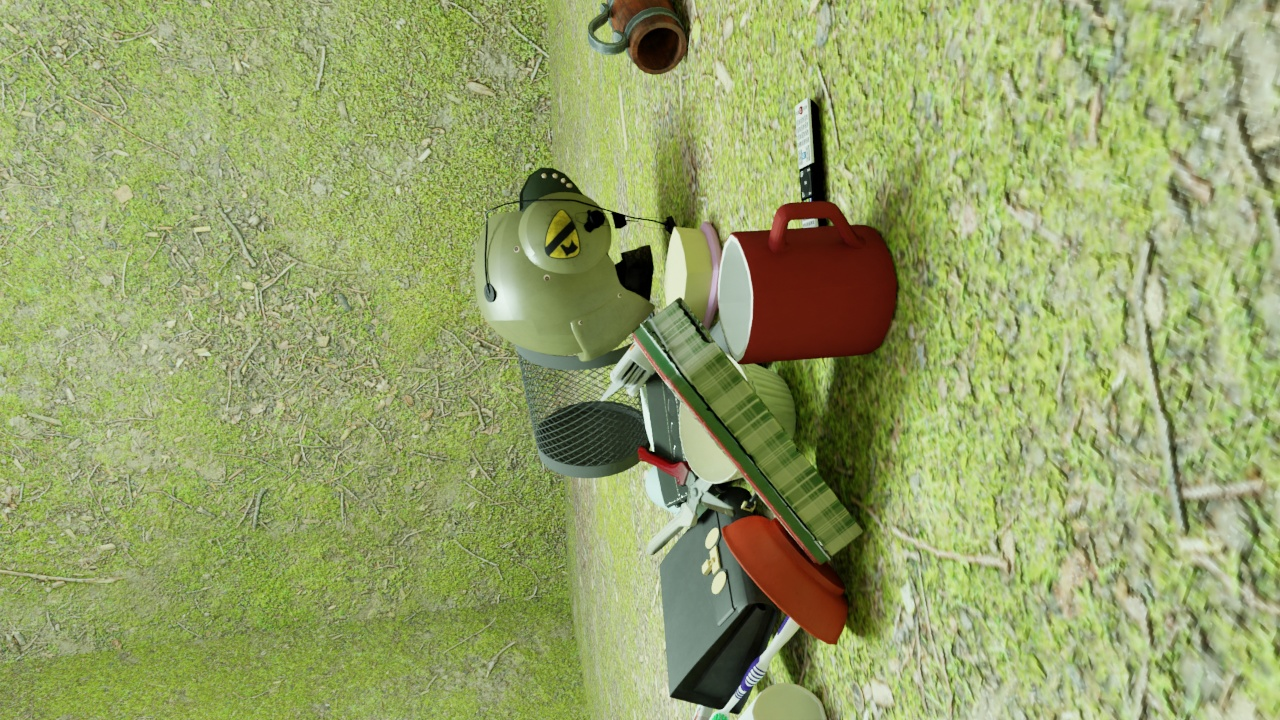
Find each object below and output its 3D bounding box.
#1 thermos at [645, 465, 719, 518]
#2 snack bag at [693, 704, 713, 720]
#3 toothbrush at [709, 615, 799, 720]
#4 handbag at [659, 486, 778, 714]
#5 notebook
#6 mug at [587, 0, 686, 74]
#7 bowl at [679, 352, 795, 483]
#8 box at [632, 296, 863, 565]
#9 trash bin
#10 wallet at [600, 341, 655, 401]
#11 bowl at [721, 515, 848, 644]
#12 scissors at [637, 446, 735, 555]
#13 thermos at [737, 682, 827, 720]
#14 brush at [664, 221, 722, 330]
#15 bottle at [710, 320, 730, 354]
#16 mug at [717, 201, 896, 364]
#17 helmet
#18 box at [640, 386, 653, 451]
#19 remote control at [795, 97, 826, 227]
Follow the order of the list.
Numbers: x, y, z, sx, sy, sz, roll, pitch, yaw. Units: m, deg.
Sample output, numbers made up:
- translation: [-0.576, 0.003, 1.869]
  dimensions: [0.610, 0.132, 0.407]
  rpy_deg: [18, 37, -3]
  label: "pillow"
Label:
- translation: [0.055, 0.158, 1.126]
  dimensions: [0.078, 0.065, 0.207]
  rpy_deg: [-53, 5, -9]
  label: "thermos"
- translation: [0.064, 0.363, 0.945]
  dimensions: [0.196, 0.016, 0.070]
  rpy_deg: [-59, -14, -57]
  label: "snack bag"
- translation: [0.105, 0.275, 0.817]
  dimensions: [0.187, 0.015, 0.016]
  rpy_deg: [-61, -1, 22]
  label: "toothbrush"
- translation: [0.094, 0.199, 0.883]
  dimensions: [0.175, 0.072, 0.196]
  rpy_deg: [-94, 26, -60]
  label: "handbag"
- translation: [0.066, 0.058, 0.959]
  dimensions: [0.210, 0.029, 0.169]
  rpy_deg: [138, 129, -58]
  label: "notebook"
- translation: [-0.009, -0.398, 1.094]
  dimensions: [0.082, 0.117, 0.111]
  rpy_deg: [96, 162, -47]
  label: "mug"
- translation: [0.090, 0.052, 0.816]
  dimensions: [0.116, 0.062, 0.115]
  rpy_deg: [-13, 75, 59]
  label: "bowl"
- translation: [0.079, 0.053, 0.680]
  dimensions: [0.205, 0.050, 0.117]
  rpy_deg: [49, -173, -25]
  label: "box"
- translation: [-0.081, 0.039, 1.451]
  dimensions: [0.217, 0.217, 0.228]
  rpy_deg: [-111, 15, -59]
  label: "trash bin"
- translation: [-0.006, 0.006, 1.047]
  dimensions: [0.115, 0.037, 0.118]
  rpy_deg: [-52, 5, 1]
  label: "wallet"
- translation: [0.119, 0.162, 0.711]
  dimensions: [0.035, 0.122, 0.122]
  rpy_deg: [-47, 21, 7]
  label: "bowl"
- translation: [0.039, 0.145, 0.961]
  dimensions: [0.198, 0.015, 0.180]
  rpy_deg: [48, 131, 52]
  label: "scissors"
- translation: [0.113, 0.378, 0.856]
  dimensions: [0.221, 0.099, 0.099]
  rpy_deg: [105, 159, -48]
  label: "thermos"
- translation: [0.055, -0.063, 1.087]
  dimensions: [0.229, 0.043, 0.089]
  rpy_deg: [99, 163, -53]
  label: "brush"
- translation: [0.091, -0.023, 0.849]
  dimensions: [0.113, 0.047, 0.047]
  rpy_deg: [-57, 31, 35]
  label: "bottle"
- translation: [0.111, -0.056, 0.611]
  dimensions: [0.117, 0.096, 0.080]
  rpy_deg: [96, 166, -47]
  label: "mug"
- translation: [-0.084, -0.115, 1.181]
  dimensions: [0.250, 0.255, 0.233]
  rpy_deg: [-165, 74, -81]
  label: "helmet"
- translation: [0.027, 0.084, 1.226]
  dimensions: [0.199, 0.067, 0.083]
  rpy_deg: [-115, 42, -81]
  label: "box"
- translation: [0.132, -0.136, 0.704]
  dimensions: [0.028, 0.011, 0.124]
  rpy_deg: [-170, 76, -80]
  label: "remote control"
